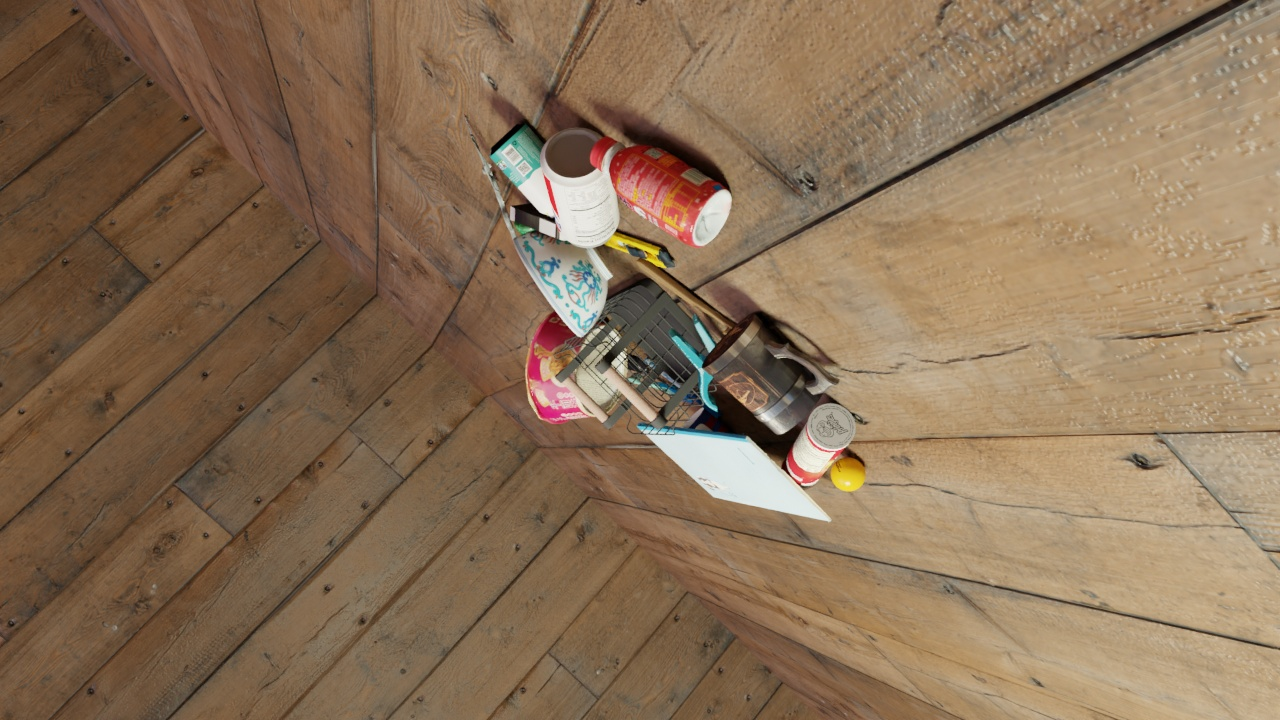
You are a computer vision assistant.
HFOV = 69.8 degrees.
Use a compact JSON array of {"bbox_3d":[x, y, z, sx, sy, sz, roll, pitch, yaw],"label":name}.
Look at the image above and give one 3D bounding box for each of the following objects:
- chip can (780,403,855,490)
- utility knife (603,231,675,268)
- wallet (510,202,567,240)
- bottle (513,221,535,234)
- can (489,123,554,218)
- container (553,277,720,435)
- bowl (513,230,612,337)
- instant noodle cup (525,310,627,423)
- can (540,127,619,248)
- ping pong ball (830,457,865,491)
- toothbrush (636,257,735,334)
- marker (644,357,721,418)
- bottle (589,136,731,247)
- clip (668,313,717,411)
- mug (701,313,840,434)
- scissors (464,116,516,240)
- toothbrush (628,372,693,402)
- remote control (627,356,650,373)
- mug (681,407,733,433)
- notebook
[{"bbox_3d":[0.206,0.107,1.087,0.052,0.051,0.215,39,165,13],"label":"chip can"},{"bbox_3d":[-0.017,-0.135,1.068,0.165,0.017,0.030,30,152,48],"label":"utility knife"},{"bbox_3d":[-0.096,-0.166,1.086,0.123,0.072,0.019,28,120,48],"label":"wallet"},{"bbox_3d":[-0.133,-0.158,1.240,0.043,0.043,0.111,33,163,33],"label":"bottle"},{"bbox_3d":[-0.118,-0.212,1.028,0.101,0.054,0.055,47,165,-16],"label":"can"},{"bbox_3d":[-0.007,0.007,1.203,0.163,0.130,0.242,45,165,-9],"label":"container"},{"bbox_3d":[-0.081,-0.108,1.107,0.144,0.074,0.144,56,-176,-7],"label":"bowl"},{"bbox_3d":[-0.087,0.012,1.378,0.078,0.178,0.179,6,146,31],"label":"instant noodle cup"},{"bbox_3d":[-0.060,-0.176,0.951,0.070,0.070,0.132,38,165,17],"label":"can"},{"bbox_3d":[0.245,0.134,1.082,0.040,0.040,0.040,40,165,13],"label":"ping pong ball"},{"bbox_3d":[0.059,-0.068,1.051,0.167,0.016,0.016,39,167,18],"label":"toothbrush"},{"bbox_3d":[0.061,0.039,1.347,0.142,0.013,0.013,37,164,20],"label":"marker"},{"bbox_3d":[0.012,-0.159,0.830,0.137,0.062,0.062,37,164,25],"label":"bottle"},{"bbox_3d":[0.102,-0.003,1.075,0.031,0.121,0.130,-93,-10,-59],"label":"clip"},{"bbox_3d":[0.139,0.010,0.958,0.107,0.079,0.116,43,148,-6],"label":"mug"},{"bbox_3d":[-0.189,-0.227,1.171,0.141,0.014,0.162,91,158,-86],"label":"scissors"},{"bbox_3d":[0.032,0.041,1.415,0.135,0.017,0.022,19,151,41],"label":"toothbrush"},{"bbox_3d":[-0.029,0.003,1.472,0.032,0.015,0.136,50,163,-26],"label":"remote control"},{"bbox_3d":[0.100,0.118,1.339,0.076,0.075,0.112,43,170,-2],"label":"mug"},{"bbox_3d":[0.119,0.148,1.244,0.181,0.009,0.254,44,159,-23],"label":"notebook"}]
